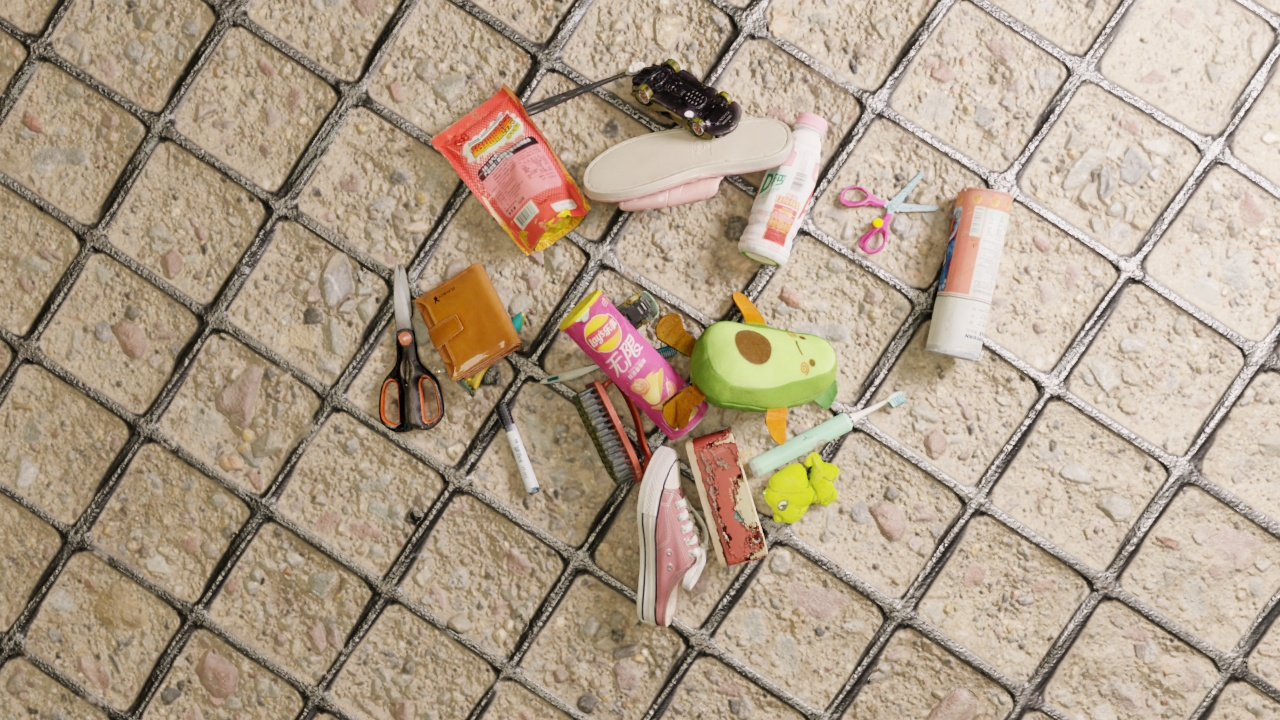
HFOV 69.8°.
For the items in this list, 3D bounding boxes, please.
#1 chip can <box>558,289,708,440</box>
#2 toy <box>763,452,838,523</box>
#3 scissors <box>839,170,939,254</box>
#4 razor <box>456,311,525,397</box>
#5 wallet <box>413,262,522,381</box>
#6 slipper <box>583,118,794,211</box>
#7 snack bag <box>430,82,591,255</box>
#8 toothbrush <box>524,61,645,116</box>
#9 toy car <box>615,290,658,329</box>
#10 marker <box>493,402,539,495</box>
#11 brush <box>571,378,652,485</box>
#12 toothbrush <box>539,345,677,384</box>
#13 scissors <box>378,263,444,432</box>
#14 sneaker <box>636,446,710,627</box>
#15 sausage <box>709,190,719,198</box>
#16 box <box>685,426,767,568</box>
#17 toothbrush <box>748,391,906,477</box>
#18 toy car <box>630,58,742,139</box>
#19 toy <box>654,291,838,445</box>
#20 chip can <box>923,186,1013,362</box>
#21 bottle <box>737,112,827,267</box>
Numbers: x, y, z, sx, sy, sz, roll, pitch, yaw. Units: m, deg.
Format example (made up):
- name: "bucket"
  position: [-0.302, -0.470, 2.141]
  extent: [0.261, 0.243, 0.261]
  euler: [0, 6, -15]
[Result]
- name: "chip can"
  position: [-0.007, 0.007, 1.179]
  extent: [0.071, 0.071, 0.210]
  euler: [-44, 102, 3]
- name: "toy"
  position: [0.212, 0.169, 1.215]
  extent: [0.100, 0.031, 0.096]
  euler: [3, 92, -2]
- name: "scissors"
  position: [0.322, -0.205, 1.207]
  extent: [0.125, 0.017, 0.133]
  euler: [41, 89, 4]
- name: "razor"
  position: [-0.197, -0.013, 1.228]
  extent: [0.043, 0.028, 0.132]
  euler: [42, 95, 21]
- name: "wallet"
  position: [-0.234, -0.047, 1.217]
  extent: [0.119, 0.035, 0.130]
  euler: [-30, 74, 2]
- name: "slipper"
  position: [0.061, -0.248, 1.178]
  extent: [0.274, 0.054, 0.114]
  euler: [-12, 51, 6]
- name: "snack bag"
  position: [-0.167, -0.248, 1.205]
  extent: [0.128, 0.073, 0.208]
  euler: [-38, 85, 0]
- name: "toothbrush"
  position: [-0.078, -0.360, 1.219]
  extent: [0.181, 0.018, 0.015]
  euler: [-20, 94, 4]
- name: "toy car"
  position: [-0.018, -0.056, 1.213]
  extent: [0.091, 0.036, 0.043]
  euler: [-33, 98, 17]
- name: "marker"
  position: [-0.167, 0.119, 1.237]
  extent: [0.023, 0.018, 0.130]
  euler: [-20, 90, 11]
- name: "brush"
  position: [-0.029, 0.093, 1.209]
  extent: [0.069, 0.063, 0.146]
  euler: [-26, 91, -15]
- name: "toothbrush"
  position: [-0.042, 0.008, 1.229]
  extent: [0.191, 0.016, 0.018]
  euler: [-15, 101, 3]
- name: "scissors"
  position: [-0.331, -0.015, 1.237]
  extent: [0.137, 0.021, 0.235]
  euler: [-25, 91, 4]
- name: "sneaker"
  position: [0.047, 0.232, 1.188]
  extent: [0.088, 0.118, 0.241]
  euler: [5, 98, 20]
- name: "sausage"
  position: [0.026, -0.230, 1.216]
  extent: [0.156, 0.020, 0.020]
  euler: [6, 92, 3]
- name: "box"
  position: [0.119, 0.174, 1.188]
  extent: [0.079, 0.091, 0.168]
  euler: [-17, 91, 6]
- name: "toothbrush"
  position: [0.246, 0.095, 1.213]
  extent: [0.224, 0.026, 0.027]
  euler: [-27, 54, 3]
- name: "toy car"
  position: [0.058, -0.332, 1.178]
  extent: [0.158, 0.042, 0.070]
  euler: [36, 68, 19]
- name: "toy"
  position: [0.142, 0.007, 1.167]
  extent: [0.246, 0.090, 0.226]
  euler: [-2, 64, -15]
- name: "chip can"
  position: [0.421, -0.109, 1.176]
  extent: [0.071, 0.071, 0.215]
  euler: [11, 92, 2]
- name: "bottle"
  position: [0.189, -0.222, 1.188]
  extent: [0.068, 0.068, 0.197]
  euler: [20, 89, 2]
